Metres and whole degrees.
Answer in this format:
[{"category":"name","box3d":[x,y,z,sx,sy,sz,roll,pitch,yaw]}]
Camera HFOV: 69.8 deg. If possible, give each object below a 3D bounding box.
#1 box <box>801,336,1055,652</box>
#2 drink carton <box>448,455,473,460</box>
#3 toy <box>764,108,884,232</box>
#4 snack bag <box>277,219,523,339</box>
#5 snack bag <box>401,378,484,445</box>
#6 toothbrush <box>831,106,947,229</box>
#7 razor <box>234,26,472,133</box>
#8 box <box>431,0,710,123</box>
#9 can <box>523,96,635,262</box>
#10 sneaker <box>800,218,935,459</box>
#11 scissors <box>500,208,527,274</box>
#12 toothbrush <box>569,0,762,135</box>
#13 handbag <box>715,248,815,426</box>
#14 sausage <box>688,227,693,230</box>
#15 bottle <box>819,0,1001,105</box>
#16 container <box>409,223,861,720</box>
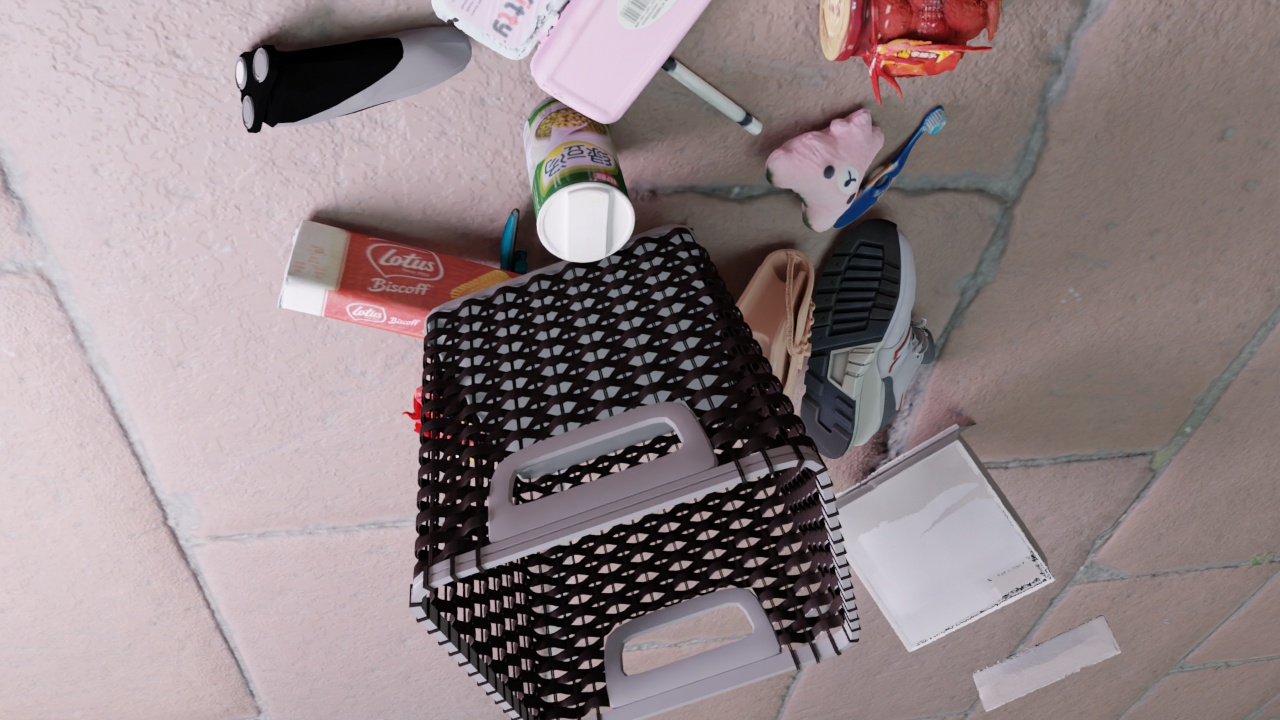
[{"category":"box","box3d":[0.289,0.092,1.054,0.167,0.445,0.165,-35,124,21]},{"category":"drink carton","box3d":[-0.135,0.055,0.898,0.122,0.040,0.059,-15,137,1]},{"category":"toy","box3d":[0.155,-0.159,0.740,0.096,0.052,0.099,-42,135,11]},{"category":"snack bag","box3d":[-0.166,-0.052,0.732,0.225,0.077,0.041,14,136,-20]},{"category":"snack bag","box3d":[-0.120,0.023,0.823,0.176,0.082,0.082,-31,136,0]},{"category":"toothbrush","box3d":[0.210,-0.159,0.778,0.021,0.017,0.135,20,127,-29]},{"category":"razor","box3d":[-0.191,-0.193,0.615,0.156,0.057,0.060,-12,166,-14]},{"category":"box","box3d":[-0.021,-0.259,0.575,0.153,0.041,0.202,23,124,-30]},{"category":"can","box3d":[-0.046,-0.133,0.663,0.067,0.120,0.067,-7,137,-7]},{"category":"sneaker","box3d":[0.230,-0.026,0.879,0.124,0.089,0.240,-14,126,-37]},{"category":"scissors","box3d":[-0.086,-0.073,0.789,0.118,0.019,0.148,2,140,-9]},{"category":"toothbrush","box3d":[0.024,-0.213,0.672,0.186,0.017,0.012,25,124,-33]},{"category":"handbag","box3d":[0.066,-0.037,0.848,0.187,0.116,0.199,17,144,15]},{"category":"sausage","box3d":[-0.001,-0.065,0.821,0.020,0.020,0.156,19,128,-31]},{"category":"bottle","box3d":[0.187,-0.237,0.634,0.111,0.098,0.099,-2,136,-5]},{"category":"container","box3d":[-0.012,0.084,0.662,0.247,0.243,0.246,-19,136,2]}]
